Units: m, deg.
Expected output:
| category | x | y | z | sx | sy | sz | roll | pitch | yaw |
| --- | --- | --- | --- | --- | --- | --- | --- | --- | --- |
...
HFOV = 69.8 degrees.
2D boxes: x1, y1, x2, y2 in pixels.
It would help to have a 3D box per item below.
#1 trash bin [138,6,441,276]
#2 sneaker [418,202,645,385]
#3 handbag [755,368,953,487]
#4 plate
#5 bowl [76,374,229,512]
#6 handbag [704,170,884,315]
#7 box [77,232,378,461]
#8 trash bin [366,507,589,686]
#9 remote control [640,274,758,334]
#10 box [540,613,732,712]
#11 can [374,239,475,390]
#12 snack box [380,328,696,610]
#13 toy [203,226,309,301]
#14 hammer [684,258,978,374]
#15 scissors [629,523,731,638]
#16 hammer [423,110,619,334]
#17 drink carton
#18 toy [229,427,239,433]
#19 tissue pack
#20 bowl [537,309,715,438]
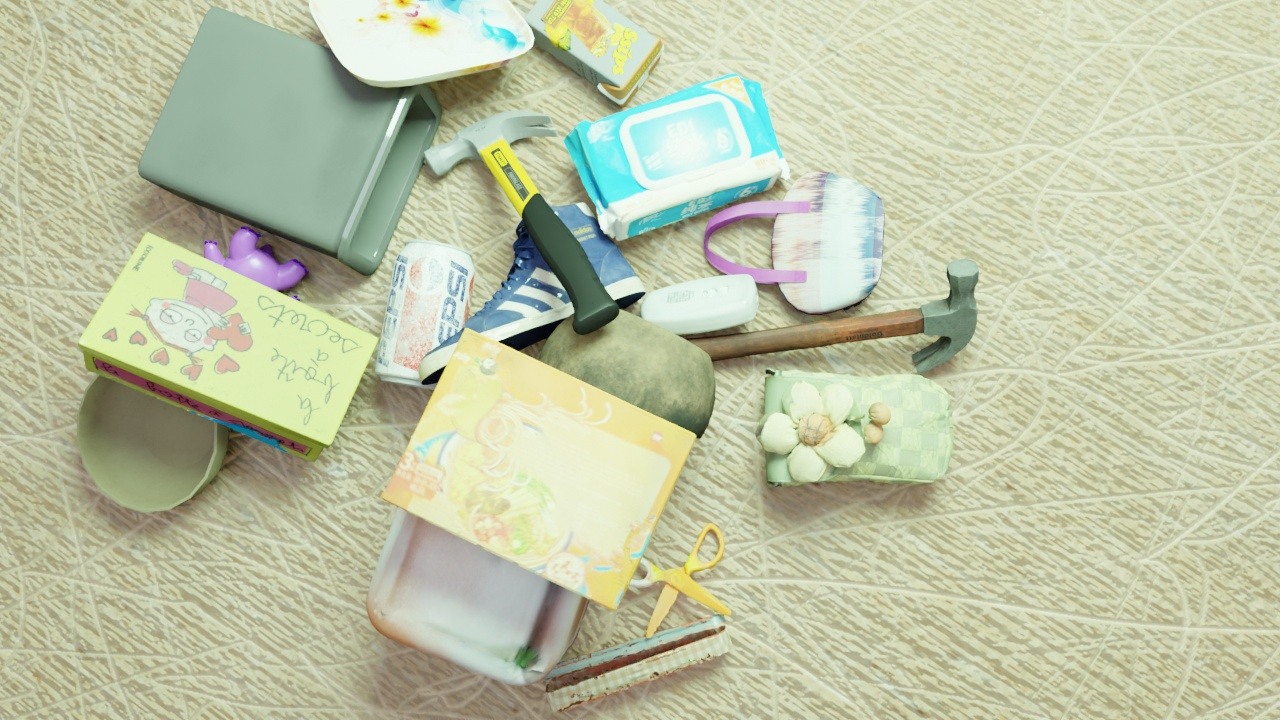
| category | x | y | z | sx | sy | sz | roll | pitch | yaw |
| --- | --- | --- | --- | --- | --- | --- | --- | --- | --- |
| trash bin | -0.338 | -0.214 | 0.901 | 0.220 | 0.097 | 0.191 | 21 | 86 | 5 |
| sneaker | -0.120 | -0.076 | 0.862 | 0.232 | 0.092 | 0.118 | -23 | 83 | -20 |
| handbag | 0.198 | 0.060 | 0.844 | 0.186 | 0.117 | 0.113 | -1 | 84 | 4 |
| plate | -0.212 | -0.324 | 0.889 | 0.186 | 0.016 | 0.187 | -19 | 55 | -22 |
| bowl | -0.464 | 0.068 | 0.892 | 0.152 | 0.050 | 0.152 | 0 | 92 | 11 |
| handbag | 0.147 | -0.113 | 0.894 | 0.170 | 0.068 | 0.144 | 3 | 89 | 9 |
| box | -0.368 | -0.006 | 0.838 | 0.221 | 0.082 | 0.124 | 27 | 61 | -15 |
| trash bin | -0.117 | 0.142 | 0.829 | 0.181 | 0.157 | 0.259 | 20 | 86 | 4 |
| remote control | 0.056 | -0.053 | 0.884 | 0.114 | 0.028 | 0.060 | -10 | 40 | 16 |
| box | -0.001 | 0.287 | 0.866 | 0.187 | 0.060 | 0.057 | -18 | 41 | 0 |
| can | -0.207 | -0.042 | 0.888 | 0.078 | 0.078 | 0.136 | 9 | 85 | 3 |
| snack box | -0.075 | 0.084 | 0.713 | 0.195 | 0.080 | 0.145 | 25 | 84 | 4 |
| toy | -0.388 | -0.080 | 0.909 | 0.106 | 0.056 | 0.088 | 38 | 84 | -30 |
| hammer | 0.164 | -0.024 | 0.876 | 0.301 | 0.111 | 0.028 | -8 | 41 | 10 |
| scissors | 0.032 | 0.206 | 0.874 | 0.130 | 0.011 | 0.125 | 21 | 65 | 21 |
| hammer | -0.096 | -0.135 | 0.832 | 0.127 | 0.029 | 0.323 | -30 | 49 | -4 |
| drink carton | -0.047 | -0.322 | 0.923 | 0.125 | 0.048 | 0.076 | 36 | 87 | 5 |
| toy | -0.418 | 0.019 | 0.914 | 0.049 | 0.030 | 0.111 | -28 | 90 | 13 |
| tissue pack | 0.042 | -0.200 | 0.892 | 0.209 | 0.066 | 0.117 | -19 | 81 | -11 |
| bowl | -0.005 | 0.005 | 0.818 | 0.162 | 0.162 | 0.070 | 25 | 86 | 4 |
